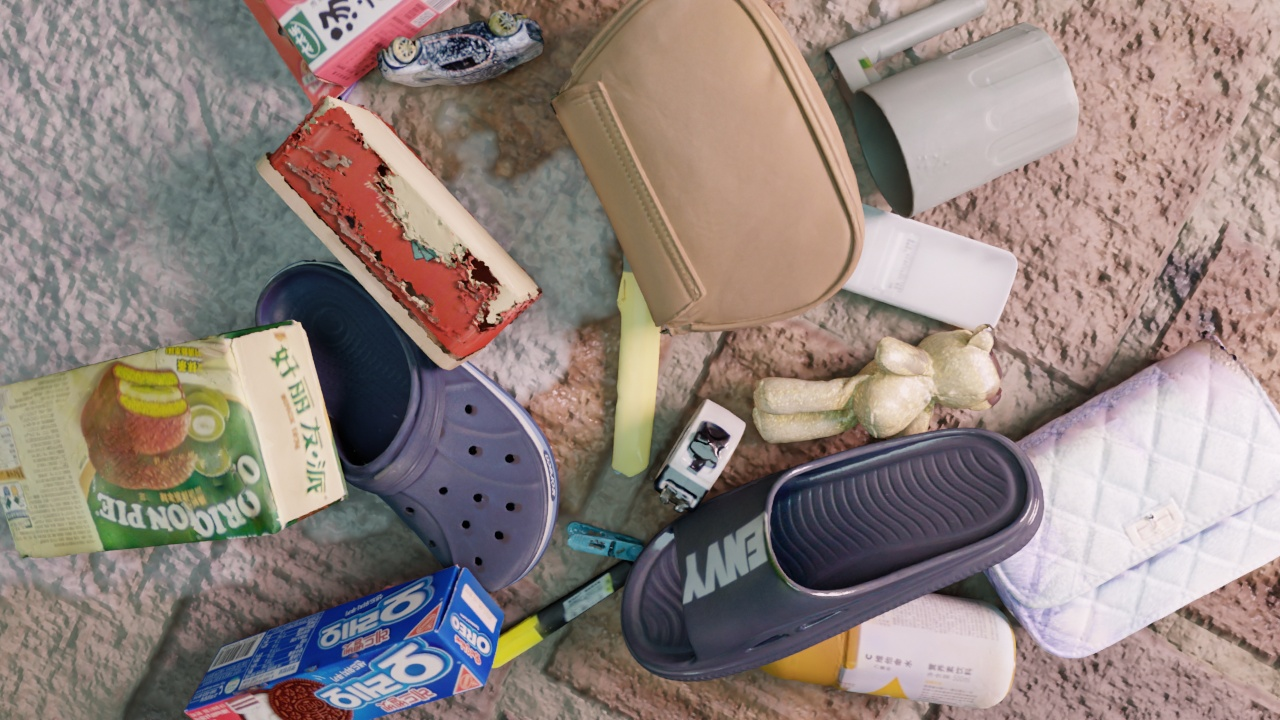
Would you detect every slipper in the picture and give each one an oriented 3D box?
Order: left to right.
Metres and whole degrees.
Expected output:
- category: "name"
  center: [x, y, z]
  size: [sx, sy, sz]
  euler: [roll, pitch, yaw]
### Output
- category: "slipper"
  center: [-0.147, 0.038, 0.580]
  size: [0.105, 0.095, 0.253]
  euler: [-40, 91, 9]
- category: "slipper"
  center: [0.101, 0.101, 0.545]
  size: [0.268, 0.083, 0.110]
  euler: [-23, 53, 11]

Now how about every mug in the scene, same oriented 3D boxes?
- category: "mug"
  center: [0.184, -0.160, 0.553]
  size: [0.103, 0.084, 0.124]
  euler: [-23, 70, 4]

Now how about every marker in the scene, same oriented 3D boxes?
- category: "marker"
  center: [-0.056, 0.173, 0.631]
  size: [0.124, 0.015, 0.018]
  euler: [-33, 95, 3]

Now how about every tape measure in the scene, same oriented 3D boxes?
- category: "tape measure"
  center: [0.038, 0.059, 0.586]
  size: [0.033, 0.065, 0.066]
  euler: [32, 98, 1]

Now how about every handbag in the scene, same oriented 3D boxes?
- category: "handbag"
  center: [0.044, -0.118, 0.551]
  size: [0.148, 0.099, 0.204]
  euler: [-23, 96, 21]
- category: "handbag"
  center: [0.304, 0.088, 0.572]
  size: [0.194, 0.075, 0.134]
  euler: [-32, 92, 5]

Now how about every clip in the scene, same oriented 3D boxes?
- category: "clip"
  center: [-0.023, 0.123, 0.620]
  size: [0.055, 0.038, 0.013]
  euler: [16, 98, -9]

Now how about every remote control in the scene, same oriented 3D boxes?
- category: "remote control"
  center: [0.169, -0.062, 0.588]
  size: [0.136, 0.020, 0.056]
  euler: [18, 97, 1]

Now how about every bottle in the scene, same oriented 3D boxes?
- category: "bottle"
  center: [0.139, 0.179, 0.594]
  size: [0.189, 0.068, 0.068]
  euler: [7, 97, 5]

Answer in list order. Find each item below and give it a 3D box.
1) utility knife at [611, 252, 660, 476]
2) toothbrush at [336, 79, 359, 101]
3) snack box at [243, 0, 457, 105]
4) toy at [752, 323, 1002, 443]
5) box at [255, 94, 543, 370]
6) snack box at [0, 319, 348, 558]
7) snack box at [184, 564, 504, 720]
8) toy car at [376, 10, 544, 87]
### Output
- category: "utility knife"
  center: [-0.004, 0.004, 0.607]
  size: [0.031, 0.018, 0.151]
  euler: [5, 95, 6]
- category: "toothbrush"
  center: [-0.150, -0.239, 0.586]
  size: [0.014, 0.016, 0.189]
  euler: [36, 99, 8]
- category: "snack box"
  center: [-0.192, -0.240, 0.564]
  size: [0.127, 0.044, 0.113]
  euler: [-34, 91, 11]
- category: "toy"
  center: [0.148, 0.018, 0.584]
  size: [0.157, 0.066, 0.105]
  euler: [-12, 128, 8]
- category: "box"
  center: [-0.138, -0.084, 0.565]
  size: [0.079, 0.091, 0.168]
  euler: [-42, 93, 10]
- category: "snack box"
  center: [-0.301, 0.052, 0.564]
  size: [0.241, 0.063, 0.114]
  euler: [-10, 97, 25]
- category: "snack box"
  center: [-0.190, 0.194, 0.588]
  size: [0.208, 0.057, 0.058]
  euler: [-22, 118, 18]
- category: "toy car"
  center: [-0.112, -0.190, 0.573]
  size: [0.105, 0.049, 0.031]
  euler: [-12, 94, 5]
